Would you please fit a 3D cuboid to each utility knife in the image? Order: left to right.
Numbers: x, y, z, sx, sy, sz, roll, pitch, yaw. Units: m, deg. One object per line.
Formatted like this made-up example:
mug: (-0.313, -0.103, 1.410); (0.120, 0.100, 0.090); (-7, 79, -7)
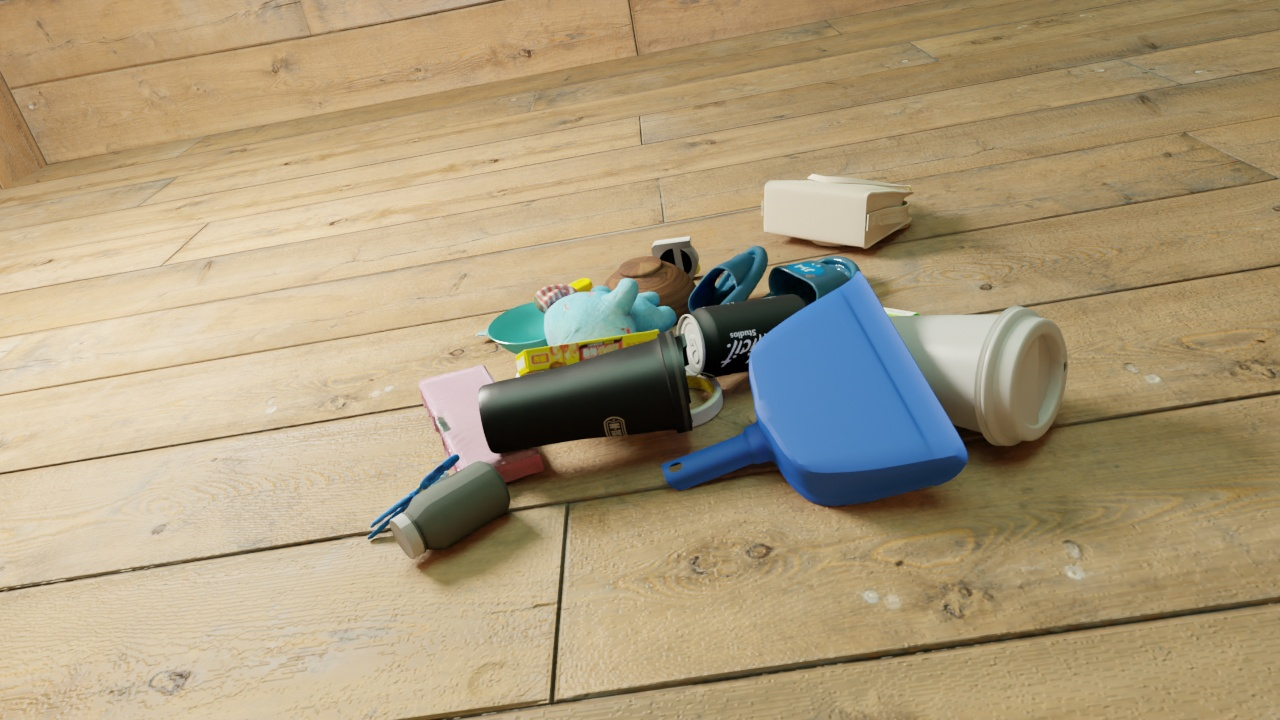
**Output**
utility knife: (-0.150, -0.073, 1.314); (0.197, 0.020, 0.029); (-28, 31, -29)

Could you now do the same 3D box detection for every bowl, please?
bowl: (-0.136, -0.032, 1.206); (0.121, 0.046, 0.121); (-9, 29, 5)
bowl: (0.005, -0.102, 1.257); (0.147, 0.069, 0.147); (-9, 29, 5)

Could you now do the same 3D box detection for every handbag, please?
handbag: (0.313, -0.234, 1.375); (0.195, 0.101, 0.197); (17, 27, 41)

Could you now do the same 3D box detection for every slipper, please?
slipper: (0.094, -0.080, 1.163); (0.104, 0.059, 0.213); (-41, 9, 46)
slipper: (0.201, -0.086, 1.170); (0.213, 0.059, 0.104); (-33, 37, -31)

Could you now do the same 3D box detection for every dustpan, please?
dustpan: (0.138, 0.056, 0.882); (0.258, 0.059, 0.245); (-21, 48, 4)

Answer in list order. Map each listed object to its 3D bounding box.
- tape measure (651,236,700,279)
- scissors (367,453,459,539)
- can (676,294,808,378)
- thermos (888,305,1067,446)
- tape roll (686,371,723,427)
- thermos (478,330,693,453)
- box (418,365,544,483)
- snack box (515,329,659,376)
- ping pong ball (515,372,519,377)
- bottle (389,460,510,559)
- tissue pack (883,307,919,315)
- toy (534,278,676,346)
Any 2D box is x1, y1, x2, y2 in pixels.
tape measure: (0.052, -0.146, 1.324); (0.064, 0.065, 0.016); (-6, 29, 15)
scissors: (-0.229, 0.136, 0.928); (0.125, 0.016, 0.125); (-42, -6, -1)
can: (0.122, -0.028, 1.046); (0.145, 0.080, 0.080); (-9, 27, -20)
thermos: (0.291, 0.006, 0.917); (0.131, 0.131, 0.222); (-33, 28, -34)
tape roll: (0.045, 0.044, 1.032); (0.094, 0.019, 0.093); (-9, 29, 5)
thermos: (-0.052, 0.040, 0.947); (0.218, 0.106, 0.105); (-11, 29, 0)
box: (-0.186, 0.075, 1.050); (0.098, 0.041, 0.233); (-14, 29, -21)
snack box: (-0.058, -0.008, 1.016); (0.152, 0.025, 0.075); (-9, -2, -16)
ping pong ball: (-0.131, 0.025, 1.109); (0.040, 0.040, 0.040); (-9, 29, 5)
bottle: (-0.184, 0.146, 0.891); (0.108, 0.060, 0.060); (-30, 34, -30)
tissue pack: (0.264, -0.031, 1.074); (0.114, 0.034, 0.099); (13, 38, 40)
toy: (-0.029, -0.048, 1.126); (0.180, 0.115, 0.183); (-26, 60, -33)
